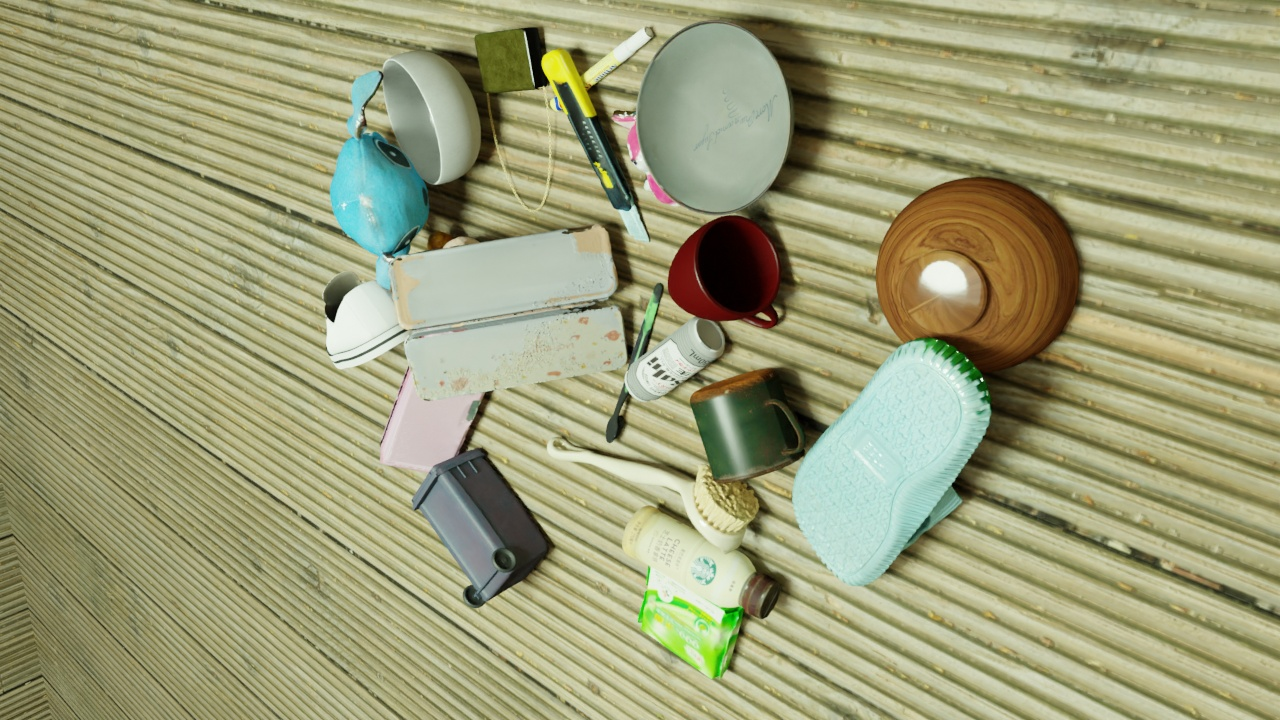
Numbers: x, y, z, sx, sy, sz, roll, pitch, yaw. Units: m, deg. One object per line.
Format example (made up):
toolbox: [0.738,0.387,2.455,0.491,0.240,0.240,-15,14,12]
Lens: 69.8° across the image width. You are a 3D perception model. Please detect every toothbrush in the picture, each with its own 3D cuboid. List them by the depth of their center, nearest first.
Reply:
toothbrush: [-0.006,0.005,0.925,0.014,0.017,0.188,31,120,23]

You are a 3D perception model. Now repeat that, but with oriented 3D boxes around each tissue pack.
tissue pack: [0.052,0.265,0.954,0.114,0.034,0.100,27,122,32]

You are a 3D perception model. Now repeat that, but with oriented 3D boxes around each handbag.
handbag: [-0.120,-0.241,0.929,0.084,0.027,0.178,9,116,37]

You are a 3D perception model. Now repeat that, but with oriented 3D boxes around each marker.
marker: [-0.038,-0.269,0.851,0.133,0.014,0.014,-24,89,42]

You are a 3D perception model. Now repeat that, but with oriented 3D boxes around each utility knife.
utility knife: [-0.040,-0.199,0.866,0.029,0.020,0.198,-19,101,43]

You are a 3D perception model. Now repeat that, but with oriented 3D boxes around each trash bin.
trash bin: [-0.195,0.194,1.091,0.161,0.092,0.094,50,130,15]

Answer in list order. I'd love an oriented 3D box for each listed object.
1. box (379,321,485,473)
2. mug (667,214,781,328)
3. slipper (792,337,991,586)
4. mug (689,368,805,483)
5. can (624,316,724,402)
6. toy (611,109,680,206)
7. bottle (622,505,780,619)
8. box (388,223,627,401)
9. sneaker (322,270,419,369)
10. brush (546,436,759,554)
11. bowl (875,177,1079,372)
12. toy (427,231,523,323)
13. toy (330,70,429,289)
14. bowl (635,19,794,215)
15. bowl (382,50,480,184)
box: [-0.242,0.019,1.108,0.115,0.099,0.233,-98,29,-48]
mug: [0.071,-0.064,0.802,0.114,0.087,0.089,40,156,-17]
slipper: [0.203,0.081,0.739,0.116,0.069,0.277,46,142,23]
mug: [0.100,0.054,0.800,0.111,0.084,0.081,-15,94,57]
can: [0.032,0.000,0.869,0.107,0.043,0.044,-37,81,41]
toy: [0.015,-0.184,0.818,0.066,0.050,0.102,-16,100,37]
bottle: [0.060,0.201,0.908,0.162,0.056,0.057,22,118,32]
box: [-0.126,-0.046,0.899,0.063,0.216,0.157,-110,11,-65]
sneaker: [-0.335,-0.053,1.070,0.097,0.091,0.246,60,160,-14]
brush: [0.003,0.120,0.935,0.273,0.062,0.077,17,99,39]
bowl: [0.231,-0.055,0.667,0.147,0.068,0.147,15,114,35]
toy: [-0.176,-0.088,0.993,0.176,0.076,0.133,45,158,34]
toy: [-0.285,-0.190,0.988,0.191,0.099,0.224,-141,38,-67]
bowl: [0.071,-0.199,0.756,0.151,0.056,0.151,13,113,34]
bowl: [-0.209,-0.256,0.954,0.132,0.064,0.132,43,147,36]
